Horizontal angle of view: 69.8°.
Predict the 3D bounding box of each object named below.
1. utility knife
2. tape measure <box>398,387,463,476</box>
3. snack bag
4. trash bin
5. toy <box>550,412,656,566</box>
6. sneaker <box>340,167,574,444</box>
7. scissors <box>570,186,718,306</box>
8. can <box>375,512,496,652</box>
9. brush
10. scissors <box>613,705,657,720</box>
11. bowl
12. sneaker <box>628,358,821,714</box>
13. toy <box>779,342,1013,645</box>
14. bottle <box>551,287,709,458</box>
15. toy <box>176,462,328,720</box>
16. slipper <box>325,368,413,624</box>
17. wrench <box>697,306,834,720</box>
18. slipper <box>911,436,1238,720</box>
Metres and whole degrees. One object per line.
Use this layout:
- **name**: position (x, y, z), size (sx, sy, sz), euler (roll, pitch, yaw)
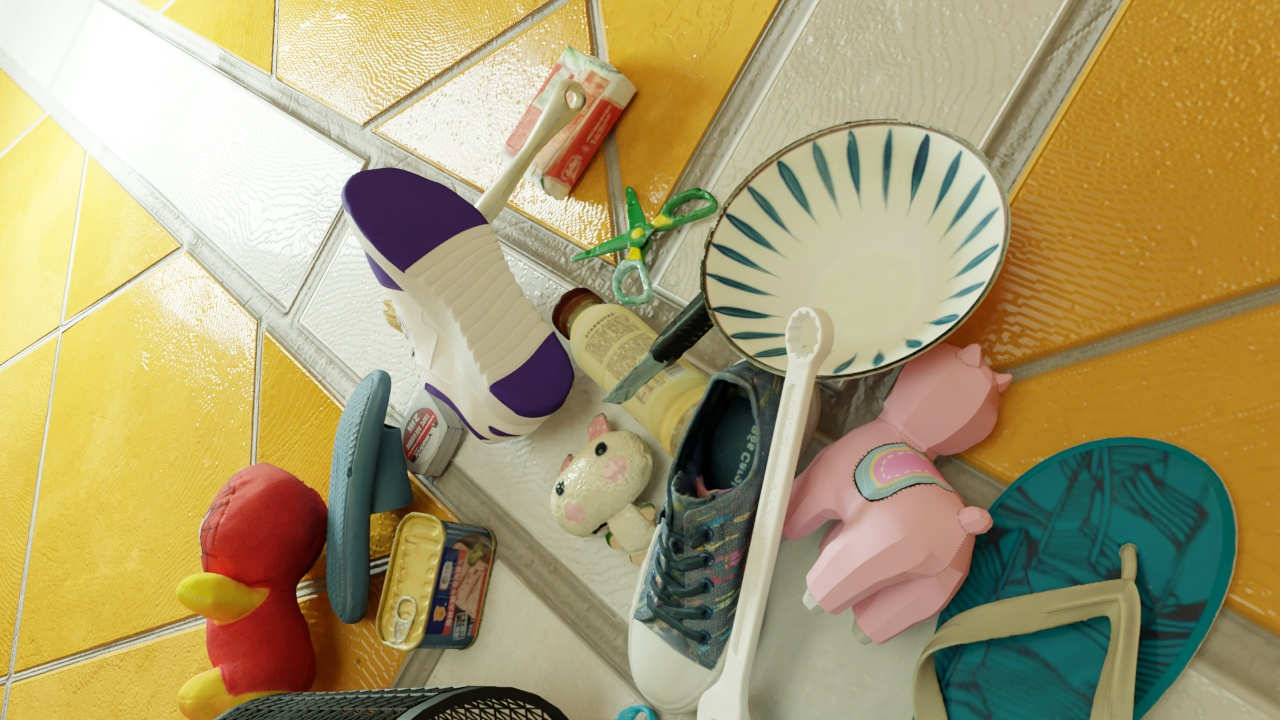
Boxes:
- **utility knife**: position (0.050, -0.040, 0.597), size (0.203, 0.029, 0.020), euler (-45, 47, -11)
- **tape measure**: position (-0.179, 0.064, 0.775), size (0.060, 0.020, 0.062), euler (-56, 51, 15)
- **snack bag**: position (-0.063, -0.199, 0.770), size (0.077, 0.036, 0.116), euler (40, 99, 37)
- **trash bin**: position (-0.183, 0.311, 0.586), size (0.244, 0.216, 0.216), euler (-10, 69, 40)
- **toy**: position (-0.025, 0.089, 0.641), size (0.087, 0.050, 0.112), euler (-43, 49, 17)
- **sneaker**: position (-0.150, -0.036, 0.715), size (0.244, 0.091, 0.111), euler (52, 143, 13)
- **scissors**: position (0.001, -0.090, 0.689), size (0.126, 0.011, 0.131), euler (-17, 50, 24)
- **can**: position (-0.154, 0.170, 0.697), size (0.054, 0.059, 0.099), euler (2, 76, 37)
- **brush**: position (-0.128, -0.117, 0.753), size (0.077, 0.062, 0.273), euler (50, 116, 23)
- **scissors**: position (0.007, 0.271, 0.554), size (0.133, 0.014, 0.127), euler (-52, 38, -3)
- **bowl**: position (0.130, -0.052, 0.548), size (0.178, 0.071, 0.177), euler (-14, 56, 22)
- **sneaker**: position (0.035, 0.104, 0.553), size (0.087, 0.079, 0.235), euler (23, 100, 35)
- **toy**: position (0.145, 0.066, 0.497), size (0.158, 0.067, 0.123), euler (-49, 24, 11)
- **bottle**: position (-0.004, 0.004, 0.645), size (0.162, 0.056, 0.056), euler (42, 101, 38)
- **toy**: position (-0.319, 0.191, 0.773), size (0.099, 0.148, 0.216), euler (0, 68, -4)
- **slipper**: position (-0.228, 0.112, 0.769), size (0.104, 0.059, 0.214), euler (14, 97, 60)
- **wrench**: position (0.067, 0.104, 0.501), size (0.047, 0.009, 0.274), euler (31, 115, 57)
- **slipper**: position (0.186, 0.168, 0.451), size (0.118, 0.060, 0.295), euler (22, 88, 42)
